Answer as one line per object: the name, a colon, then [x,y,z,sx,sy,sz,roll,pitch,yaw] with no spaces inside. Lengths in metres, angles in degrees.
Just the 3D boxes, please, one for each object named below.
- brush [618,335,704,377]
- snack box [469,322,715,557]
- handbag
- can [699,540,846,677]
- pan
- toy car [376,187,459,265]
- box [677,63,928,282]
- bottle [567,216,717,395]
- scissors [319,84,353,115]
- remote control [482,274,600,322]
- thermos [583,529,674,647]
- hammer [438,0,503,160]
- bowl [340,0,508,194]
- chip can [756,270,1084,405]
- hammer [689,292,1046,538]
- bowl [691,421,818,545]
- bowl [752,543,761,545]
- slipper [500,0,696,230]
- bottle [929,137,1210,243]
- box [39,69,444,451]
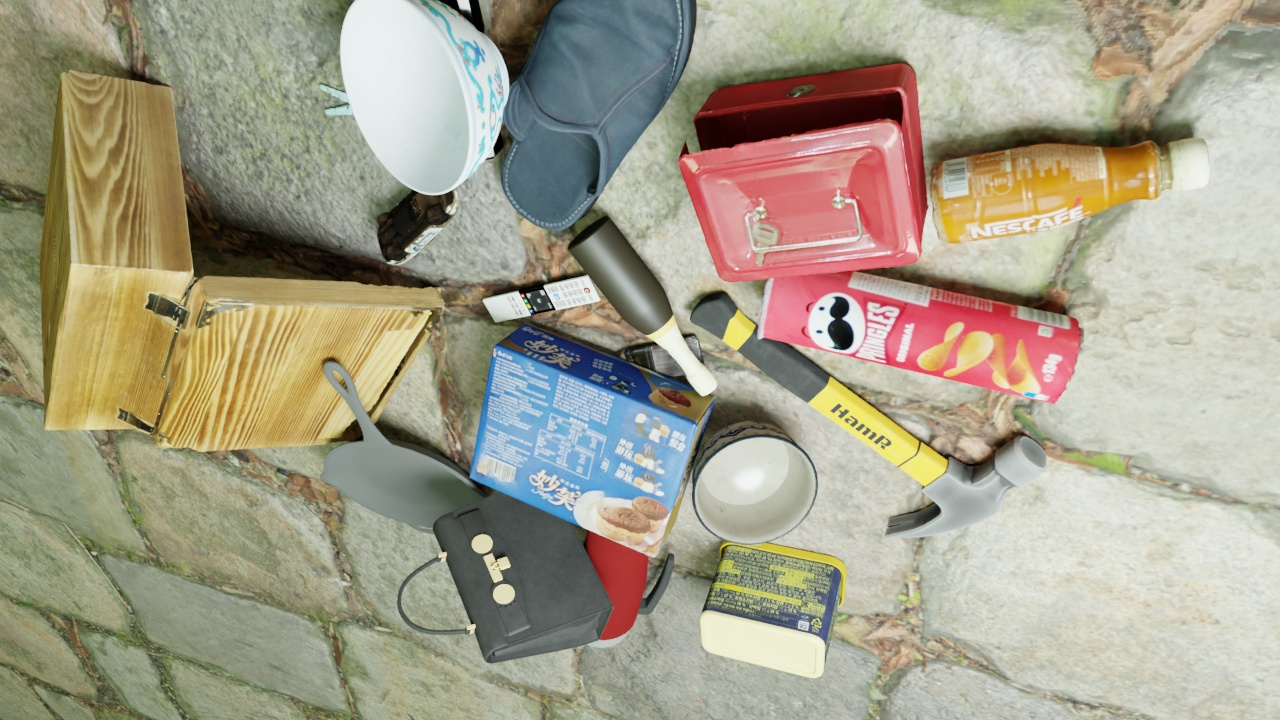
brush: [-0.005,0.005,0.882,0.151,0.012,0.039,-11,119,30]
snack box: [-0.049,0.075,0.880,0.203,0.069,0.155,21,116,12]
handbag: [-0.159,0.232,0.967,0.175,0.195,0.072,58,145,34]
can: [0.137,0.257,0.959,0.135,0.104,0.075,8,130,19]
pan: [-0.283,0.105,1.039,0.217,0.024,0.355,5,143,12]
toy car: [-0.202,-0.130,0.844,0.113,0.040,0.048,-32,69,34]
box: [0.122,-0.135,0.666,0.158,0.097,0.130,-2,130,22]
bottle: [0.009,-0.042,0.812,0.046,0.045,0.184,-25,112,37]
scissors: [-0.223,-0.210,0.813,0.142,0.015,0.095,5,129,29]
remote control: [-0.094,-0.059,0.872,0.124,0.011,0.028,-9,122,30]
thermos: [-0.021,0.239,1.037,0.108,0.083,0.199,9,130,-4]
hammer: [-0.145,-0.305,0.679,0.131,0.039,0.329,10,131,16]
bowl: [-0.146,-0.203,0.677,0.144,0.074,0.144,26,132,32]
chip can: [0.213,-0.026,0.718,0.233,0.073,0.073,14,131,13]
hammer: [0.181,0.046,0.821,0.324,0.033,0.170,36,134,-4]
bowl: [0.101,0.107,0.855,0.115,0.059,0.116,-2,114,-5]
bowl: [0.104,0.150,0.932,0.106,0.039,0.106,13,131,15]
slipper: [-0.048,-0.192,0.695,0.109,0.083,0.266,34,131,-1]
bottle: [0.284,-0.119,0.618,0.167,0.059,0.059,-6,124,25]
box: [-0.418,-0.067,0.947,0.335,0.285,0.280,4,145,-37]
